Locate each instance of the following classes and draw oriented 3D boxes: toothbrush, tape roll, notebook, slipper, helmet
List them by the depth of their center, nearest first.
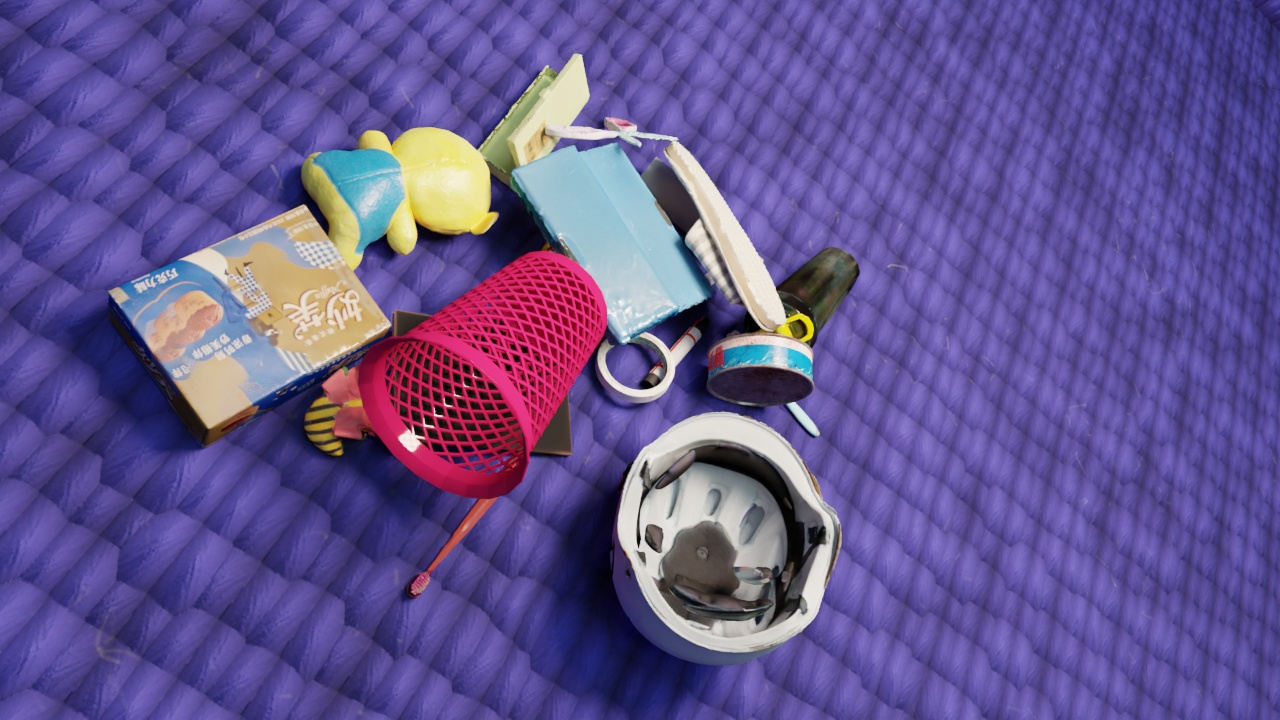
[{"bbox_3d":[-0.178,0.168,0.953,0.016,0.017,0.189,43,57,-7],"label":"toothbrush"},{"bbox_3d":[0.077,0.199,0.993,0.236,0.164,0.263,16,54,-7],"label":"helmet"},{"bbox_3d":[-0.169,0.028,0.999,0.208,0.008,0.141,9,66,-36],"label":"notebook"},{"bbox_3d":[-0.007,0.006,1.097,0.093,0.018,0.093,7,58,-11],"label":"tape roll"},{"bbox_3d":[0.095,-0.150,1.121,0.114,0.054,0.272,6,55,-58],"label":"slipper"},{"bbox_3d":[0.176,0.031,1.206,0.180,0.017,0.016,49,54,-5],"label":"toothbrush"}]

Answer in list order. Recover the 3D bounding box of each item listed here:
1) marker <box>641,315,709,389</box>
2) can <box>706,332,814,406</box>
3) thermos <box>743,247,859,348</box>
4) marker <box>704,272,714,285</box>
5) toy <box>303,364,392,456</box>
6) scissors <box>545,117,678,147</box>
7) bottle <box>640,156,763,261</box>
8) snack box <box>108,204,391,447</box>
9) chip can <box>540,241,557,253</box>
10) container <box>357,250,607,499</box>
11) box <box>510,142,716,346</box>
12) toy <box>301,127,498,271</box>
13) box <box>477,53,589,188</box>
[{"bbox_3d":[0.050,-0.014,1.150,0.019,0.019,0.145,46,56,-6],"label":"marker"},{"bbox_3d":[0.147,0.013,1.126,0.130,0.130,0.044,15,64,-24],"label":"can"},{"bbox_3d":[0.217,-0.075,1.215,0.098,0.098,0.220,51,47,-2],"label":"thermos"},{"bbox_3d":[0.105,-0.122,1.224,0.133,0.017,0.020,-40,112,-34],"label":"marker"},{"bbox_3d":[-0.289,0.048,0.926,0.103,0.046,0.084,-39,114,-32],"label":"toy"},{"bbox_3d":[-0.039,-0.286,1.150,0.172,0.170,0.013,0,115,-18],"label":"scissors"},{"bbox_3d":[0.080,-0.186,1.208,0.195,0.053,0.052,38,57,-6],"label":"bottle"},{"bbox_3d":[-0.375,-0.037,0.894,0.202,0.069,0.155,-36,91,-34],"label":"snack box"},{"bbox_3d":[-0.072,-0.139,1.099,0.075,0.075,0.214,33,58,-14],"label":"chip can"},{"bbox_3d":[-0.137,-0.003,0.925,0.183,0.184,0.225,44,42,-7],"label":"container"},{"bbox_3d":[-0.023,-0.147,1.055,0.176,0.048,0.231,-30,84,-34],"label":"box"},{"bbox_3d":[-0.257,-0.190,1.013,0.213,0.084,0.149,-18,82,-30],"label":"toy"},{"bbox_3d":[-0.126,-0.297,1.148,0.077,0.091,0.187,48,51,-29],"label":"box"}]
